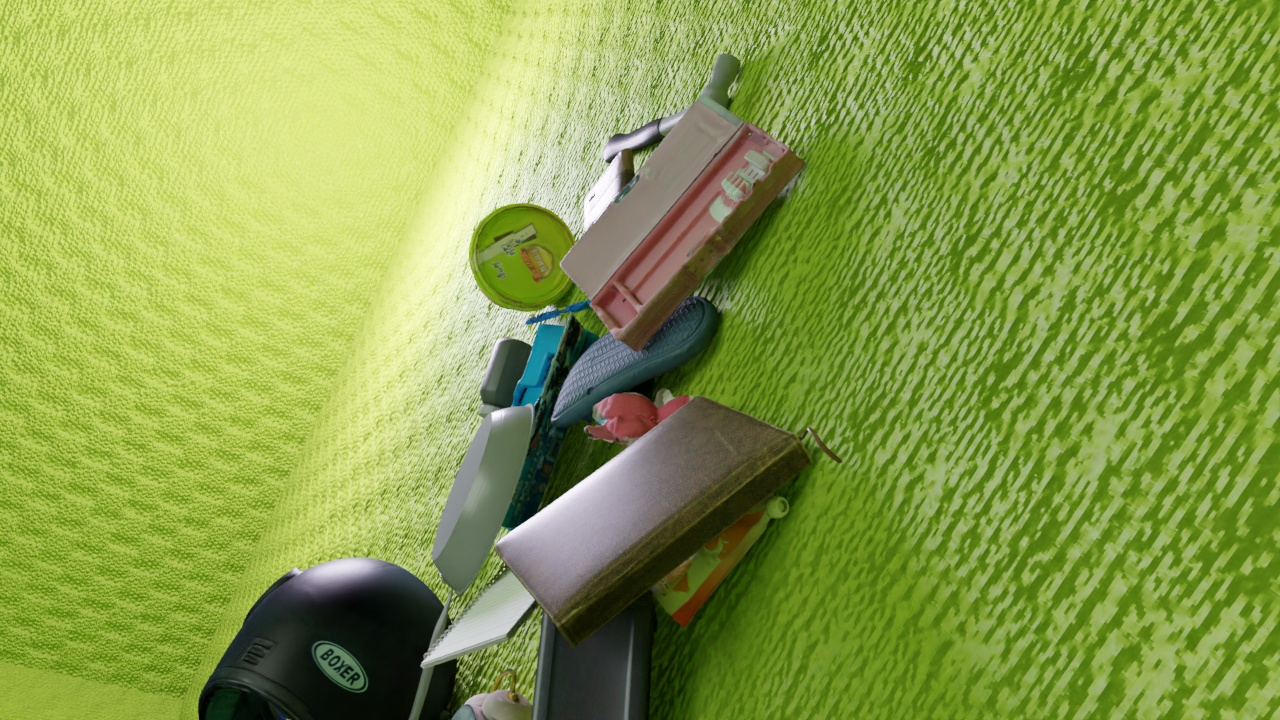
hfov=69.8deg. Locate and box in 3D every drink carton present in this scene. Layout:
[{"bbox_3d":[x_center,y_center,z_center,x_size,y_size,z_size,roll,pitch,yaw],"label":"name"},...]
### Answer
[{"bbox_3d":[0.059,0.133,0.680,0.122,0.039,0.069,-53,26,14],"label":"drink carton"}]

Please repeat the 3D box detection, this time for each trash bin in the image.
[{"bbox_3d":[-0.034,0.246,0.663,0.092,0.094,0.160,83,-171,-59],"label":"trash bin"}]

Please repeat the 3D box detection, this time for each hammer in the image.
[{"bbox_3d":[0.019,-0.282,1.136,0.311,0.029,0.125,5,73,65],"label":"hammer"}]

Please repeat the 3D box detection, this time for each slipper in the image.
[{"bbox_3d":[-0.005,0.005,0.895,0.214,0.059,0.103,-30,33,32],"label":"slipper"}]

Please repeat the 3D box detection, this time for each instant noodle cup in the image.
[{"bbox_3d":[-0.164,-0.134,1.252,0.098,0.146,0.146,161,129,-73],"label":"instant noodle cup"}]

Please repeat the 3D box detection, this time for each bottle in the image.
[{"bbox_3d":[-0.180,0.028,1.227,0.060,0.060,0.108,-18,53,59],"label":"bottle"}]

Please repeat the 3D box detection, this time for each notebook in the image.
[{"bbox_3d":[0.015,0.109,0.655,0.215,0.034,0.190,-35,21,-16],"label":"notebook"},{"bbox_3d":[-0.080,0.169,0.813,0.178,0.013,0.244,-35,9,49],"label":"notebook"}]

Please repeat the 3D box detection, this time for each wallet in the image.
[{"bbox_3d":[-0.039,-0.194,1.158,0.121,0.027,0.098,-42,45,52],"label":"wallet"}]

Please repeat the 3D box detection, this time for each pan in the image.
[{"bbox_3d":[-0.185,0.206,0.915,0.356,0.050,0.201,-68,14,-2],"label":"pan"}]

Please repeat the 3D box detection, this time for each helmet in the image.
[{"bbox_3d":[-0.338,0.359,1.044,0.317,0.249,0.235,-52,-3,41],"label":"helmet"}]

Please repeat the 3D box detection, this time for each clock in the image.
[{"bbox_3d":[-0.144,0.364,0.845,0.117,0.058,0.157,-40,35,53],"label":"clock"}]

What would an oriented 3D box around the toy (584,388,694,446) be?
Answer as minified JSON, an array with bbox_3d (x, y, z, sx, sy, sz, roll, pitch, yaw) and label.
[{"bbox_3d":[0.003,0.058,0.829,0.102,0.050,0.065,-10,27,11],"label":"toy"}]

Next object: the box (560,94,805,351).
[{"bbox_3d":[0.032,-0.136,0.883,0.233,0.039,0.179,-48,39,9],"label":"box"}]

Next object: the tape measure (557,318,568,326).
[{"bbox_3d":[-0.105,-0.015,1.165,0.065,0.016,0.064,-38,36,47],"label":"tape measure"}]

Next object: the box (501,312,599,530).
[{"bbox_3d":[-0.110,0.074,1.038,0.243,0.071,0.170,-71,15,-9],"label":"box"}]

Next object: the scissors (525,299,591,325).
[{"bbox_3d":[-0.075,-0.062,1.091,0.125,0.015,0.127,-16,5,17],"label":"scissors"}]
